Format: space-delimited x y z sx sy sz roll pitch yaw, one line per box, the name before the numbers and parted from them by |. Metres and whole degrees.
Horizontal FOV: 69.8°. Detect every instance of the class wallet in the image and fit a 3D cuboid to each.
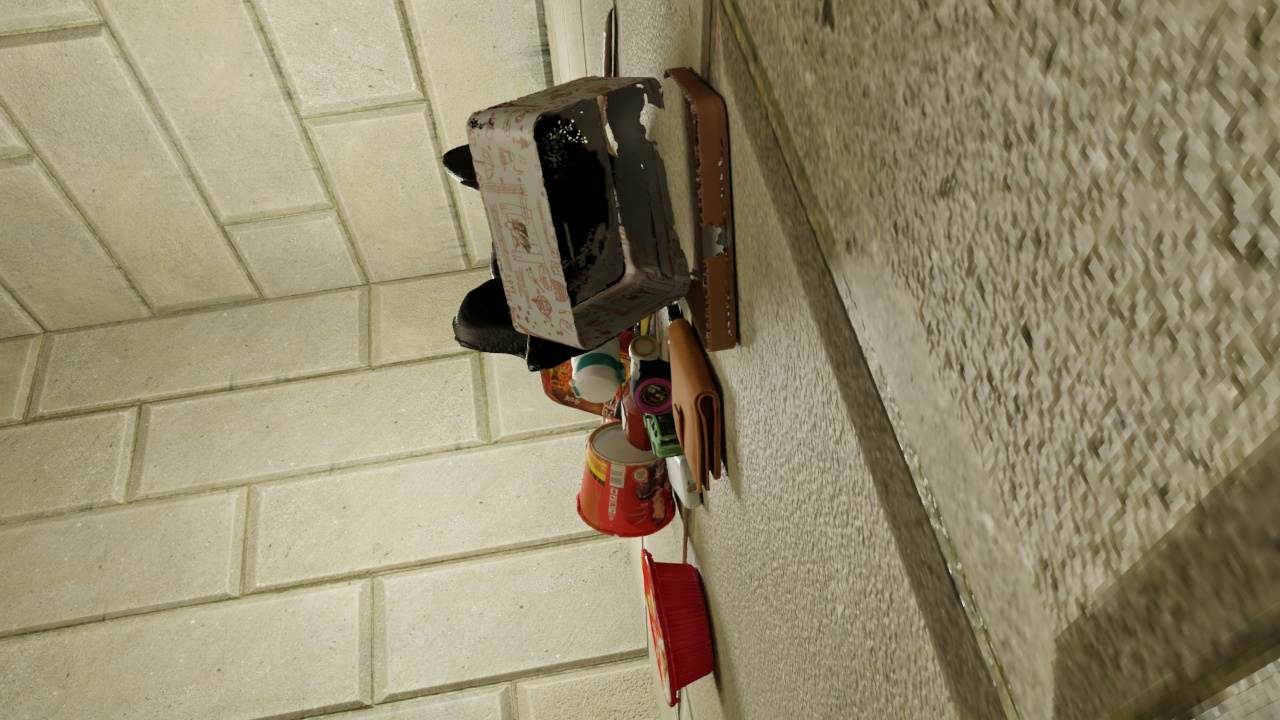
wallet | 0.048 0.043 0.817 0.130 0.035 0.119 -106 14 -60

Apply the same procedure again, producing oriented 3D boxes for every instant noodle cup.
instant noodle cup | -0.015 0.153 1.229 0.137 0.138 0.109 -107 18 -59
instant noodle cup | -0.059 0.012 1.357 0.165 0.189 0.078 88 -157 -48
instant noodle cup | 0.047 0.325 1.138 0.194 0.066 0.194 170 92 -85

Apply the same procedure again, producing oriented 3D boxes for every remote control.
remote control | 0.047 0.125 1.028 0.136 0.020 0.056 -142 42 -82

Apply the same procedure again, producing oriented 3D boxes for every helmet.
helmet | -0.091 -0.116 0.985 0.274 0.230 0.234 -116 22 -47

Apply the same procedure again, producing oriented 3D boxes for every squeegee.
squeegee | -0.032 -0.257 1.144 0.248 0.040 0.249 101 158 -75

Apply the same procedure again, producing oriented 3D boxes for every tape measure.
tape measure | 0.017 0.027 0.973 0.039 0.057 0.058 -97 15 -56

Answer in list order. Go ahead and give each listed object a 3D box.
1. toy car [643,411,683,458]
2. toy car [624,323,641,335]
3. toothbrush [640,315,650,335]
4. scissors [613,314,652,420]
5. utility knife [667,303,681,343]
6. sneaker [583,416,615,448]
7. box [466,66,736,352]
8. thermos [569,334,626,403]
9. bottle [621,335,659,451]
toy car | 0.029 0.073 1.009 0.091 0.043 0.036 -111 10 -61
toy car | -0.019 -0.033 1.404 0.158 0.042 0.070 83 176 -51
toothbrush | 0.009 -0.035 1.186 0.016 0.016 0.190 40 153 23
scissors | -0.002 0.004 1.164 0.159 0.014 0.175 -66 -16 3
utility knife | 0.042 0.024 0.915 0.033 0.015 0.164 -112 14 -82
sneaker | -0.031 0.109 1.458 0.088 0.118 0.240 38 -136 -66
box | 0.005 -0.102 0.652 0.181 0.153 0.183 18 128 43
thermos | -0.058 -0.037 1.242 0.223 0.073 0.073 -95 0 -47
bottle | 0.006 0.040 1.110 0.206 0.060 0.059 88 172 -57
